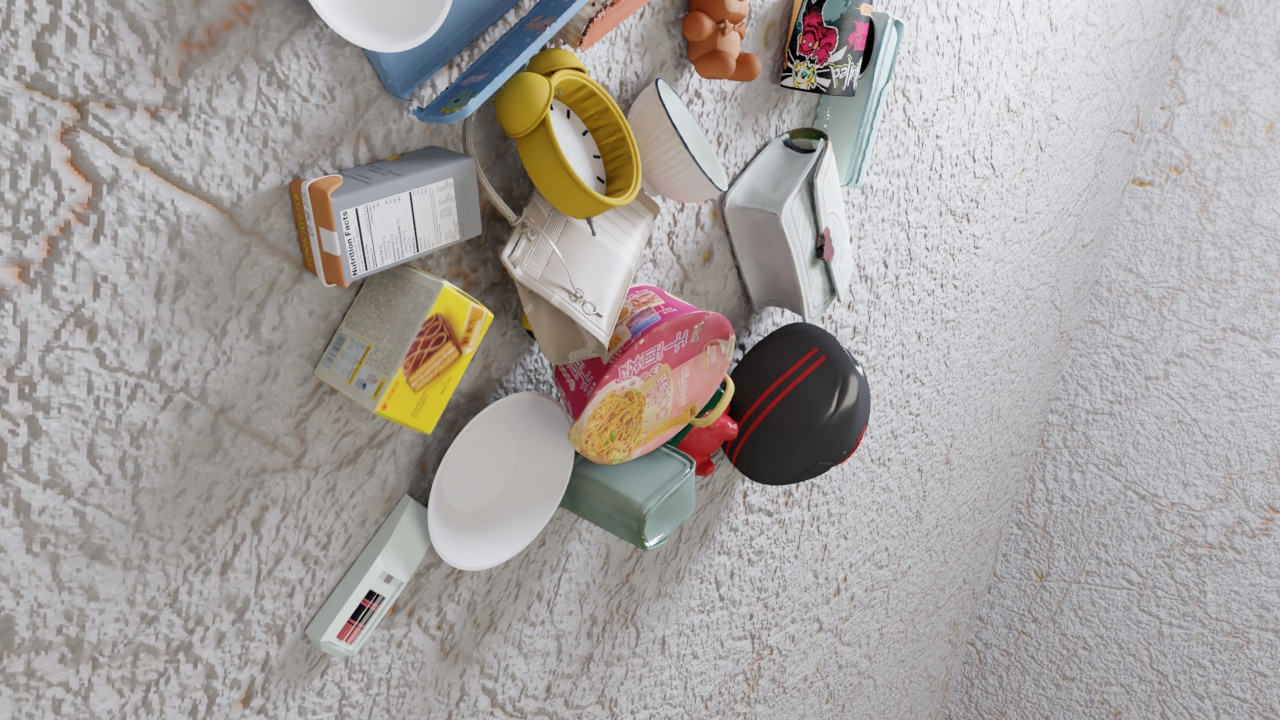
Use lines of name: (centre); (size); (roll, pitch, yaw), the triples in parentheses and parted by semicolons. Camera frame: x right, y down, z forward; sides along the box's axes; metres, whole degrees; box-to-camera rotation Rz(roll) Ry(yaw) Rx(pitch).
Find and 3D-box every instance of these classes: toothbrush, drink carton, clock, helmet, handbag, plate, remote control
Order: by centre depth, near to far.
drink carton: (-0.179, -0.106, 0.656); (0.124, 0.048, 0.076); (-29, 130, -40)
clock: (-0.057, -0.180, 0.721); (0.152, 0.052, 0.113); (54, 37, -21)
handbag: (-0.077, -0.128, 0.751); (0.198, 0.062, 0.175); (51, 42, -34)
remote control: (-0.223, 0.187, 0.783); (0.143, 0.024, 0.049); (-56, 143, -15)
plate: (-0.135, 0.104, 0.840); (0.173, 0.036, 0.174); (-28, 130, -41)
handbag: (-0.014, 0.132, 0.942); (0.105, 0.122, 0.067); (-36, 136, -40)
toothbrush: (0.026, 0.097, 1.002); (0.016, 0.017, 0.190); (36, 108, -18)
handbag: (0.185, -0.148, 1.064); (0.141, 0.096, 0.199); (-51, 140, -23)
helmet: (0.177, 0.062, 1.101); (0.169, 0.164, 0.265); (-22, 152, -35)

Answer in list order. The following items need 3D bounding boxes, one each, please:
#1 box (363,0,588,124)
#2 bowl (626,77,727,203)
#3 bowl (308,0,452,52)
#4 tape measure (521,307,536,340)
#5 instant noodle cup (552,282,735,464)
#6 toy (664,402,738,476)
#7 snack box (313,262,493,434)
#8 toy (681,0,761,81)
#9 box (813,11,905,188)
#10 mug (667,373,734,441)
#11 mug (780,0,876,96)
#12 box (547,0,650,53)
box: (-0.101, -0.262, 0.657); (0.208, 0.078, 0.074); (-51, 137, -21)
bowl: (0.023, -0.190, 0.840); (0.062, 0.118, 0.118); (-30, 149, 19)
bowl: (-0.175, -0.252, 0.582); (0.109, 0.041, 0.110); (-12, 109, -41)
tape measure: (-0.079, -0.045, 0.828); (0.065, 0.037, 0.064); (-8, 112, -56)
instant noodle cup: (-0.005, 0.005, 0.849); (0.178, 0.077, 0.179); (-30, 147, -22)
toy: (0.040, 0.088, 1.053); (0.094, 0.088, 0.133); (16, 118, -23)
snack box: (-0.175, -0.013, 0.683); (0.061, 0.084, 0.105); (35, 81, -53)
toy: (0.078, -0.328, 0.856); (0.094, 0.065, 0.128); (-21, 120, -53)
box: (0.253, -0.304, 1.077); (0.066, 0.083, 0.199); (-9, 116, -60)
mug: (0.037, 0.027, 0.954); (0.107, 0.114, 0.083); (-57, 152, -10)
mug: (0.213, -0.342, 0.997); (0.117, 0.082, 0.098); (-10, 117, -37)
box: (-0.015, -0.319, 0.773); (0.187, 0.062, 0.058); (-45, 165, -31)
